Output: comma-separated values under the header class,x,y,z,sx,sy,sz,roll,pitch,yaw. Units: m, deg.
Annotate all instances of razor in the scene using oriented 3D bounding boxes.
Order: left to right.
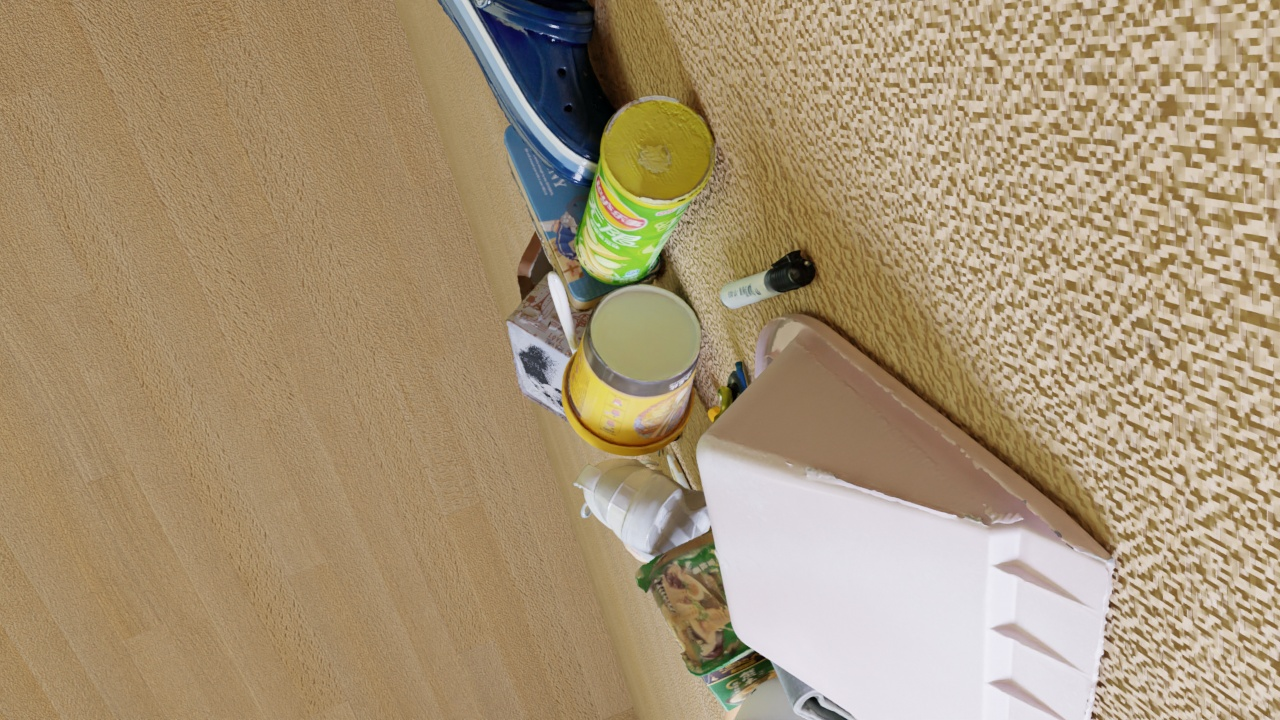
class,x,y,z,sx,sy,sz,roll,pitch,yaw
razor,0.058,0.050,0.619,0.142,0.022,0.043,-67,-39,-62

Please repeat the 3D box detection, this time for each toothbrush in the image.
class,x,y,z,sx,sy,sz,roll,pitch,yaw
toothbrush,-0.060,-0.022,0.833,0.016,0.016,0.180,26,153,24
toothbrush,0.065,0.181,0.980,0.016,0.018,0.191,96,152,-58

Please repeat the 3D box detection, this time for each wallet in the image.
class,x,y,z,sx,sy,sz,roll,pitch,yaw
wallet,0.119,0.190,0.614,0.106,0.037,0.129,35,-165,-29

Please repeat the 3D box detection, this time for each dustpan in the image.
class,x,y,z,sx,sy,sz,roll,pitch,yaw
dustpan,0.140,0.088,0.499,0.274,0.138,0.223,22,137,37

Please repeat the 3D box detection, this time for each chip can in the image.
class,x,y,z,sx,sy,sz,roll,pitch,yaw
chip can,-0.004,-0.112,0.664,0.221,0.072,0.072,131,118,-77

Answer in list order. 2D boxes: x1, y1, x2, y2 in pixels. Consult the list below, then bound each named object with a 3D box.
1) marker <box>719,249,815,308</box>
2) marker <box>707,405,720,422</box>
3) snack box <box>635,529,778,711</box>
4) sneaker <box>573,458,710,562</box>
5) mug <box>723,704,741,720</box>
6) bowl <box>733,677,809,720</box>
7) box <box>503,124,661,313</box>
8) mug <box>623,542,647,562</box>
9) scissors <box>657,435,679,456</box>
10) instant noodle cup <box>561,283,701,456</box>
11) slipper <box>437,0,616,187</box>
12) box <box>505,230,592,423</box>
class,x,y,z,sx,sy,sz,roll,pitch,yaw
marker,0.073,-0.047,0.553,0.131,0.018,0.022,174,85,-78
marker,0.086,0.070,0.707,0.124,0.015,0.018,50,159,53
snack box,0.077,0.218,0.755,0.118,0.117,0.106,54,165,50
sneaker,0.004,0.140,0.848,0.091,0.089,0.242,26,171,21
mug,0.117,0.349,0.905,0.078,0.078,0.123,-123,22,-48
bowl,0.127,0.270,0.696,0.118,0.118,0.064,83,-158,-49
box,-0.054,-0.139,0.804,0.184,0.089,0.059,64,170,3
mug,0.024,0.211,1.047,0.104,0.084,0.124,108,153,-75
scissors,0.023,0.076,1.015,0.140,0.012,0.171,-124,16,-51
instant noodle cup,-0.005,0.005,0.776,0.115,0.118,0.118,105,144,-59
slipper,-0.076,-0.257,0.719,0.095,0.104,0.253,-34,90,37
box,-0.053,-0.043,1.028,0.180,0.156,0.226,90,-161,-59
